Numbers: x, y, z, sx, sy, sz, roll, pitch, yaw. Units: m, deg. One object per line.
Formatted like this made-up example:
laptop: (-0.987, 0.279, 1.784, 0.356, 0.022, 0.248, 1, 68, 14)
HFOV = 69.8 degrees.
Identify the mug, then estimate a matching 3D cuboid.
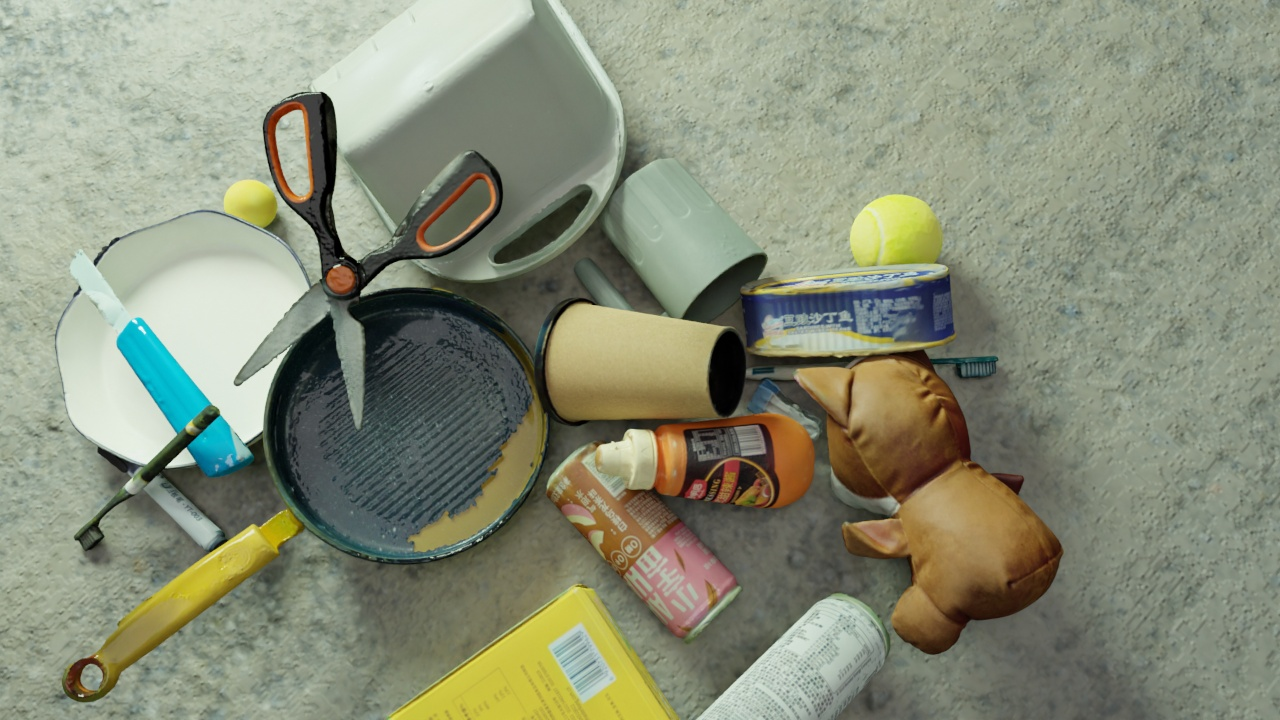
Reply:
mug: (0.017, -0.073, 0.688, 0.124, 0.083, 0.103, -44, 74, 19)

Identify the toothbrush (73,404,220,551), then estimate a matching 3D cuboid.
toothbrush: (-0.358, 0.088, 0.664, 0.186, 0.012, 0.017, -37, 81, 23)

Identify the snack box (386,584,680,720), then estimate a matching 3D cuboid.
snack box: (-0.043, 0.277, 0.598, 0.157, 0.070, 0.210, -35, 76, -4)

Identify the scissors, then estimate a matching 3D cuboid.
scissors: (-0.193, -0.075, 0.618, 0.221, 0.022, 0.232, -26, 94, -3)

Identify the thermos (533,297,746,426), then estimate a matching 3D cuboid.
thermos: (-0.004, 0.004, 0.636, 0.143, 0.093, 0.093, 4, 74, 29)

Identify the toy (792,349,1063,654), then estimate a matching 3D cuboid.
toy: (0.184, 0.080, 0.613, 0.139, 0.131, 0.199, -16, 75, -41)

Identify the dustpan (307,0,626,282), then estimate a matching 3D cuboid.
dustpan: (-0.128, -0.186, 0.717, 0.223, 0.142, 0.257, -35, 36, 6)

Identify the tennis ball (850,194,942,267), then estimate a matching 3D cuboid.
tennis ball: (0.189, -0.089, 0.677, 0.065, 0.065, 0.065, -1, 75, 4)

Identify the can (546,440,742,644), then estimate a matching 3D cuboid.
can: (0.001, 0.124, 0.641, 0.058, 0.058, 0.147, -43, 76, -7)

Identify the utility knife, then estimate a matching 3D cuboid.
utility knife: (-0.361, -0.001, 0.677, 0.034, 0.018, 0.223, -41, 78, -5)

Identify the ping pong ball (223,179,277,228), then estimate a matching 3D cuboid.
ping pong ball: (-0.316, -0.126, 0.743, 0.040, 0.040, 0.040, -1, 75, 4)

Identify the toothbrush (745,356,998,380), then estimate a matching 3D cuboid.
toothbrush: (0.168, 0.008, 0.680, 0.192, 0.016, 0.018, -3, 85, 4)

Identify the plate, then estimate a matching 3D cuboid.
plate: (-0.344, -0.015, 0.714, 0.205, 0.045, 0.204, -1, 75, 5)

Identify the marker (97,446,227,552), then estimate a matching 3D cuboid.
marker: (-0.364, 0.102, 0.698, 0.131, 0.022, 0.018, 38, 125, 14)

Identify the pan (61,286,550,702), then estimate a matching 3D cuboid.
pan: (-0.220, 0.094, 0.627, 0.356, 0.078, 0.197, -41, 87, -14)

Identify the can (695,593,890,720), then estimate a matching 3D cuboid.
can: (0.095, 0.210, 0.578, 0.146, 0.058, 0.058, -31, 72, -36)

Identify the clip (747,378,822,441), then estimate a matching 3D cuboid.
clip: (0.107, 0.039, 0.672, 0.058, 0.036, 0.026, 34, 118, 9)

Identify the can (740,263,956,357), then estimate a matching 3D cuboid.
can: (0.142, -0.035, 0.643, 0.148, 0.074, 0.049, -2, 104, 29)

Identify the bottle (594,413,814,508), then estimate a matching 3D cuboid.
bottle: (0.042, 0.068, 0.629, 0.149, 0.067, 0.066, 2, 74, -16)
